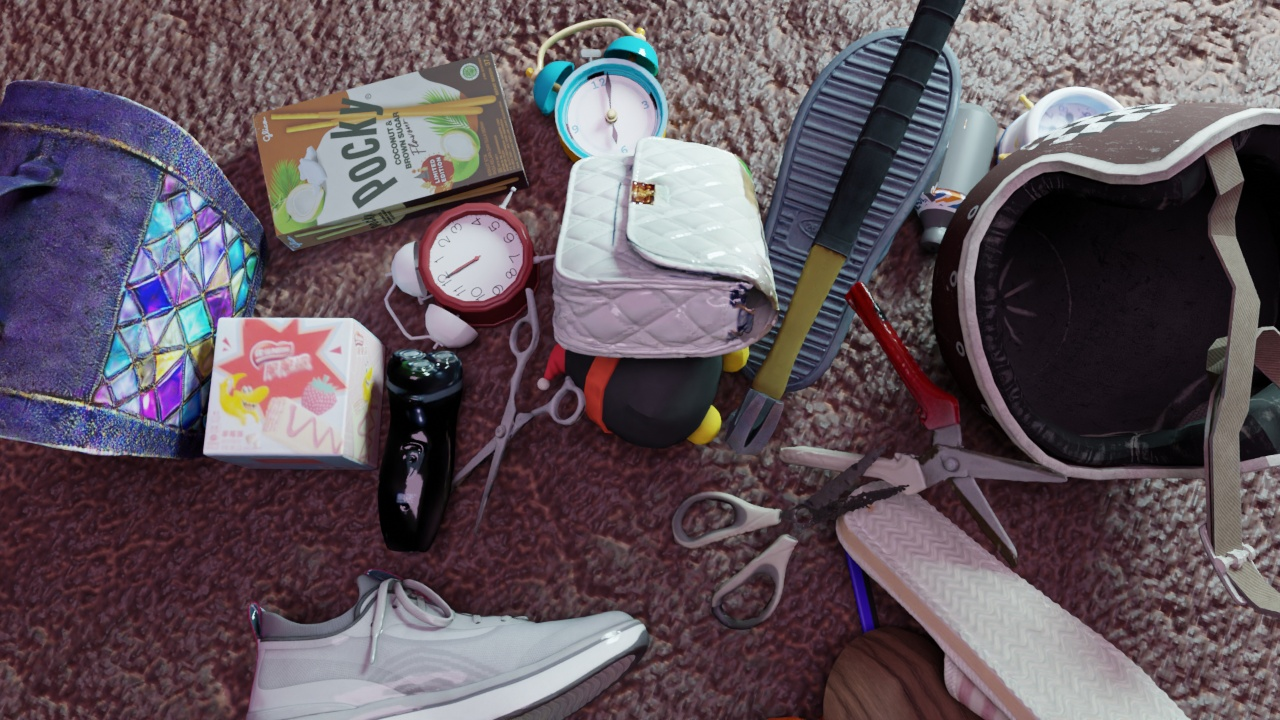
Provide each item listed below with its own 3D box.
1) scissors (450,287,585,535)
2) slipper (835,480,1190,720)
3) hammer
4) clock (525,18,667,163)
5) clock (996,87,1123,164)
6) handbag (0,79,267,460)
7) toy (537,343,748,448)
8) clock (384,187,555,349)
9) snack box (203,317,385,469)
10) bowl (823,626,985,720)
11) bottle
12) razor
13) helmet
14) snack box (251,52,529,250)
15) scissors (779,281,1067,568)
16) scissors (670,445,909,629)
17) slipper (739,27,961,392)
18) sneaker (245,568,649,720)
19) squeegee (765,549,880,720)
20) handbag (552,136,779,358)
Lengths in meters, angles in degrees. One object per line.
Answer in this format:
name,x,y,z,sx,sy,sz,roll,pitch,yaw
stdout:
scissors,-0.091,0.032,0.630,0.142,0.014,0.164,-24,61,34
slipper,0.229,0.180,0.576,0.114,0.052,0.263,-21,54,-44
hammer,0.129,-0.092,0.572,0.025,0.118,0.333,24,94,3
clock,-0.027,-0.196,0.697,0.099,0.044,0.129,-21,85,-3
clock,0.327,-0.147,0.672,0.125,0.052,0.088,21,77,3
handbag,-0.349,-0.045,0.577,0.125,0.222,0.204,10,77,4
toy,-0.004,0.004,0.625,0.119,0.099,0.098,32,118,27
clock,-0.125,-0.063,0.667,0.124,0.044,0.087,-34,79,-7
snack box,-0.234,0.024,0.631,0.093,0.079,0.094,1,77,1
bowl,0.175,0.227,0.576,0.119,0.032,0.119,8,65,-18
bottle,0.228,-0.133,0.672,0.047,0.047,0.112,17,78,5
razor,-0.154,0.060,0.629,0.053,0.064,0.140,2,76,3
helmet,0.303,-0.031,0.544,0.233,0.254,0.233,-33,104,-22
snack box,-0.189,-0.158,0.696,0.186,0.032,0.101,-16,77,-2
scissors,0.161,0.049,0.584,0.015,0.180,0.199,-6,66,-42
scissors,0.088,0.105,0.605,0.154,0.012,0.163,25,103,26
slipper,0.137,-0.104,0.658,0.101,0.082,0.264,23,98,6
sneaker,-0.129,0.187,0.590,0.263,0.097,0.128,-13,63,-8
squeegee,0.086,0.251,0.584,0.184,0.055,0.249,-8,77,-9
handbag,0.014,-0.081,0.601,0.139,0.073,0.194,0,35,0
